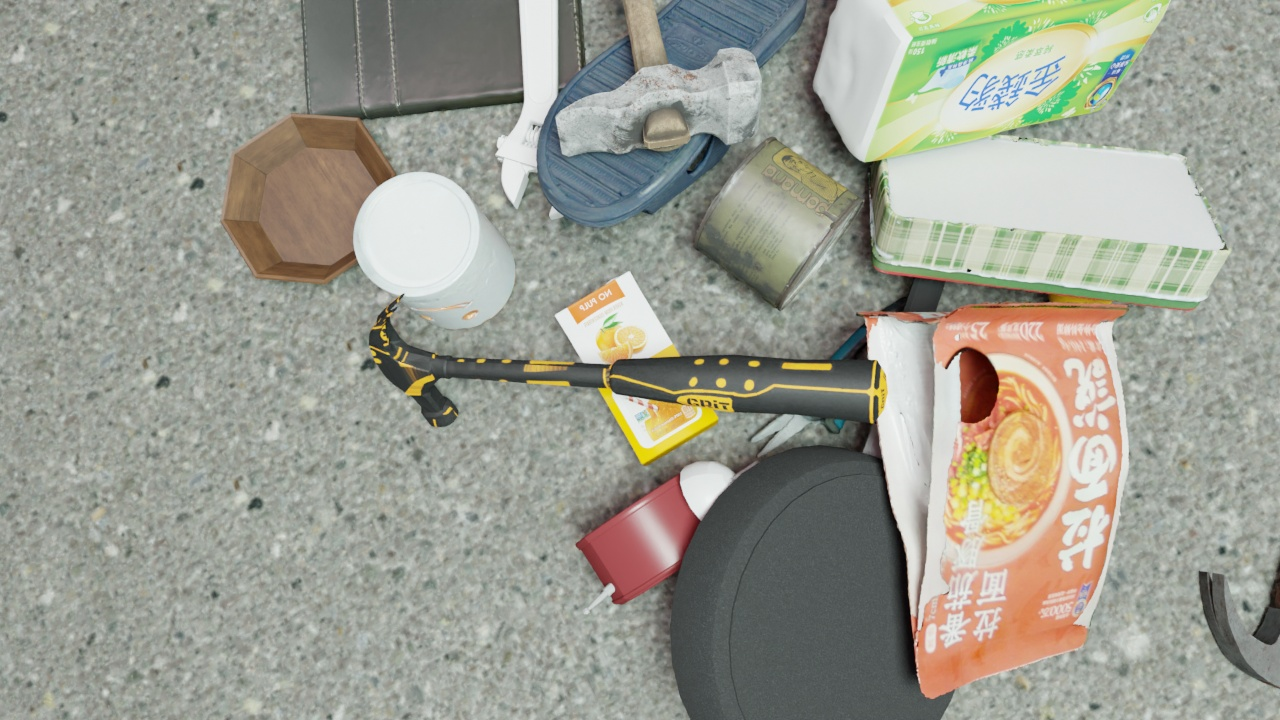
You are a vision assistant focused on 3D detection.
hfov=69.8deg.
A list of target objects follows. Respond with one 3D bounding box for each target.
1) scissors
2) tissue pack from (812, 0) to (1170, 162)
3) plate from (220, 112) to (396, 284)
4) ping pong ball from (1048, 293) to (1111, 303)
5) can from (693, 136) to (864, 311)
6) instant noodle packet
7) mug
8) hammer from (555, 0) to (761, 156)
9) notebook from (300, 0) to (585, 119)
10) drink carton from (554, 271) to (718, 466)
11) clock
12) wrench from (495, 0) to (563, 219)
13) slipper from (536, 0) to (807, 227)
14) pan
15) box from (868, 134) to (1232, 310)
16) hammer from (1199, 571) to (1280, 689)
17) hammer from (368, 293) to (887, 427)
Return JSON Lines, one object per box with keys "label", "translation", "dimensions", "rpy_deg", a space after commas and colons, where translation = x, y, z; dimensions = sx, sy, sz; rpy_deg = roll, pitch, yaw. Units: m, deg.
{"label": "scissors", "translation": [0.143, 0.016, 0.620], "dimensions": [0.144, 0.019, 0.126], "rpy_deg": [4, 81, 4]}
{"label": "tissue pack", "translation": [0.207, -0.229, 0.592], "dimensions": [0.197, 0.120, 0.141], "rpy_deg": [-11, 60, -18]}
{"label": "plate", "translation": [-0.237, -0.115, 0.666], "dimensions": [0.131, 0.025, 0.131], "rpy_deg": [-1, 82, 4]}
{"label": "ping pong ball", "translation": [0.292, -0.047, 0.608], "dimensions": [0.040, 0.040, 0.040], "rpy_deg": [-1, 82, 4]}
{"label": "can", "translation": [0.090, -0.090, 0.605], "dimensions": [0.074, 0.090, 0.090], "rpy_deg": [38, 86, 9]}
{"label": "instant noodle packet", "translation": [0.216, 0.077, 0.553], "dimensions": [0.164, 0.084, 0.221], "rpy_deg": [-1, 91, -33]}
{"label": "mug", "translation": [-0.134, -0.070, 0.611], "dimensions": [0.082, 0.105, 0.082], "rpy_deg": [-1, 81, 4]}
{"label": "hammer", "translation": [-0.007, -0.260, 0.612], "dimensions": [0.121, 0.049, 0.318], "rpy_deg": [-9, 59, -1]}
{"label": "notebook", "translation": [-0.148, -0.265, 0.681], "dimensions": [0.209, 0.029, 0.169], "rpy_deg": [-4, 83, 0]}
{"label": "drink carton", "translation": [-0.004, 0.004, 0.623], "dimensions": [0.058, 0.040, 0.122], "rpy_deg": [-31, 81, -1]}
{"label": "clock", "translation": [0.019, 0.104, 0.580], "dimensions": [0.137, 0.096, 0.048], "rpy_deg": [-34, 81, 2]}
{"label": "wrench", "translation": [-0.072, -0.235, 0.653], "dimensions": [0.066, 0.018, 0.273], "rpy_deg": [-2, 85, 3]}
{"label": "slipper", "translation": [0.023, -0.177, 0.634], "dimensions": [0.101, 0.083, 0.263], "rpy_deg": [32, 66, 15]}
{"label": "pan", "translation": [0.142, 0.085, 0.560], "dimensions": [0.204, 0.044, 0.355], "rpy_deg": [28, 76, -24]}
{"label": "box", "translation": [0.253, -0.095, 0.591], "dimensions": [0.205, 0.050, 0.117], "rpy_deg": [7, 44, 3]}
{"label": "hammer", "translation": [0.446, 0.064, 0.587], "dimensions": [0.111, 0.028, 0.300], "rpy_deg": [19, 83, 6]}
{"label": "hammer", "translation": [-0.017, 0.008, 0.552], "dimensions": [0.321, 0.123, 0.036], "rpy_deg": [3, 52, 19]}
